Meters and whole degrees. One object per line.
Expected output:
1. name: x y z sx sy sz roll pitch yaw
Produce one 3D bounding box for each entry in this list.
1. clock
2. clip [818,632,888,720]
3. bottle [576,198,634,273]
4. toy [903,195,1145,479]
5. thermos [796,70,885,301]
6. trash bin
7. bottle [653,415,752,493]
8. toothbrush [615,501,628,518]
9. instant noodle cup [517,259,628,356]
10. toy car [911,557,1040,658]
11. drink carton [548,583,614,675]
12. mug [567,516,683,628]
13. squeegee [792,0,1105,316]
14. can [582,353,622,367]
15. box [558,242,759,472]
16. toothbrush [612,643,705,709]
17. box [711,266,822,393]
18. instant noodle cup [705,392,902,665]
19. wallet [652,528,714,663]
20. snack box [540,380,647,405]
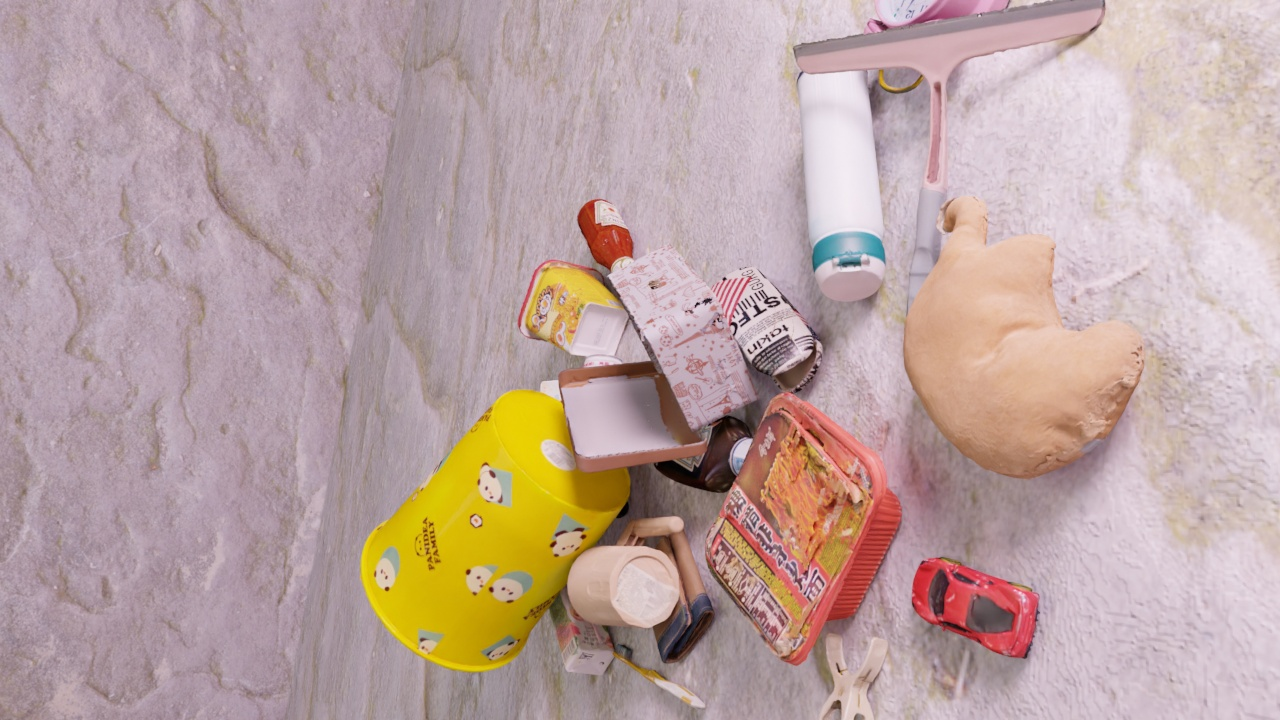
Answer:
1. clock: 0.246 -0.303 0.774 0.117 0.059 0.159 43 119 59
2. clip: 0.166 0.265 0.718 0.062 0.034 0.097 -19 54 59
3. bottle: -0.035 -0.147 1.223 0.060 0.059 0.206 -62 32 27
4. toy: 0.240 -0.024 0.639 0.144 0.082 0.225 -45 45 26
5. thermos: 0.181 -0.162 0.829 0.073 0.073 0.224 -32 52 53
6. trash bin: -0.157 0.187 1.055 0.256 0.229 0.229 -50 37 23
7. bottle: 0.085 0.094 0.921 0.195 0.044 0.079 2 71 60
8. toothbrush: -0.070 0.160 1.196 0.026 0.027 0.213 -35 22 -16
9. instant noodle cup: -0.085 -0.061 1.236 0.124 0.116 0.116 37 111 47
10. toy car: 0.229 0.170 0.643 0.106 0.031 0.049 11 88 64
11. drink carton: -0.074 0.315 1.108 0.046 0.053 0.122 -58 33 24
12. mug: -0.008 0.217 0.954 0.124 0.084 0.104 -58 16 -24
13. squeegee: 0.234 -0.144 0.741 0.248 0.040 0.249 5 93 37
14. can: -0.051 0.062 1.170 0.053 0.053 0.132 -23 59 57
15. box: -0.007 0.007 0.937 0.183 0.192 0.156 -118 3 -62
16. toothbrush: 0.017 0.334 0.976 0.192 0.016 0.018 0 70 62
17. box: 0.130 -0.030 0.899 0.075 0.081 0.163 -37 36 5
18. instant noodle cup: 0.140 0.135 0.766 0.164 0.079 0.189 47 121 57
19. wallet: 0.035 0.245 0.964 0.090 0.033 0.115 -60 29 30
20. snack box: -0.053 0.064 1.121 0.157 0.027 0.084 -6 72 27
